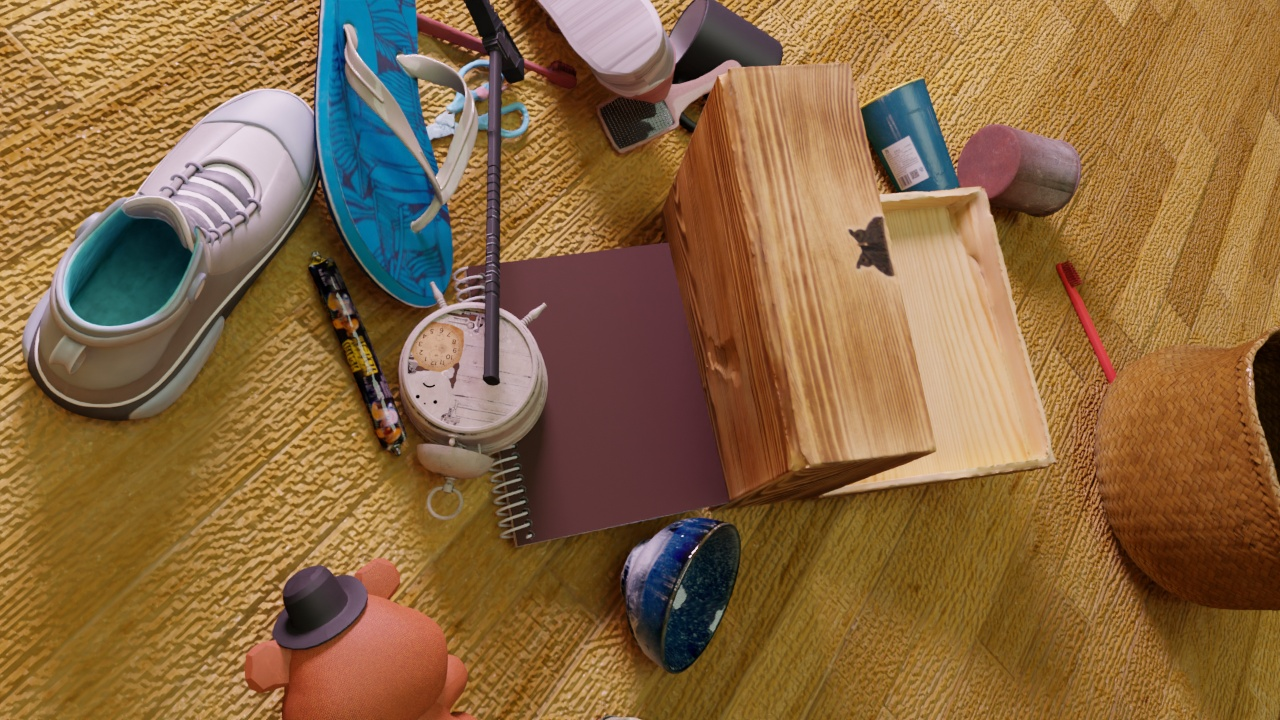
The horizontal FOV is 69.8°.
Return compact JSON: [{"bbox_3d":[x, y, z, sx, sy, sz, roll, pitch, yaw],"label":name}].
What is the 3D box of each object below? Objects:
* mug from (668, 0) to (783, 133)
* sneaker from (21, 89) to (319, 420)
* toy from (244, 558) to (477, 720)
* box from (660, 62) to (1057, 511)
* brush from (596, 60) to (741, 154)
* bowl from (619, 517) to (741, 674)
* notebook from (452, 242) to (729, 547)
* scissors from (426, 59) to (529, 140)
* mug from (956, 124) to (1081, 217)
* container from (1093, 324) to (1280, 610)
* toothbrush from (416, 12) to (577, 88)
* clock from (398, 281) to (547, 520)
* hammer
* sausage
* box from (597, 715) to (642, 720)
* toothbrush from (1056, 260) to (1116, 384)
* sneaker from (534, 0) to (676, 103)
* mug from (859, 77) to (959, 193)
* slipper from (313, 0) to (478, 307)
[{"bbox_3d":[0.069,-0.267,0.857,0.088,0.078,0.113,24,89,-23],"label":"mug"},{"bbox_3d":[-0.257,-0.090,0.537,0.093,0.161,0.256,33,61,-18],"label":"sneaker"},{"bbox_3d":[-0.155,0.198,0.540,0.111,0.096,0.176,-34,120,-35],"label":"toy"},{"bbox_3d":[0.206,-0.042,0.739,0.336,0.287,0.279,-7,76,-13],"label":"box"},{"bbox_3d":[0.030,-0.232,0.809,0.135,0.015,0.050,-26,89,-4],"label":"brush"},{"bbox_3d":[0.021,0.163,0.671,0.114,0.061,0.114,-40,139,-47],"label":"bowl"},{"bbox_3d":[-0.038,0.020,0.689,0.171,0.022,0.209,-9,78,-16],"label":"notebook"},{"bbox_3d":[-0.144,-0.184,0.733,0.076,0.015,0.141,48,62,-11],"label":"scissors"},{"bbox_3d":[0.426,-0.229,1.054,0.110,0.097,0.122,8,50,-34],"label":"mug"},{"bbox_3d":[0.647,0.122,0.993,0.306,0.197,0.306,10,70,-29],"label":"container"},{"bbox_3d":[-0.138,-0.265,0.758,0.189,0.016,0.016,14,62,-27],"label":"toothbrush"},{"bbox_3d":[-0.118,0.029,0.623,0.103,0.061,0.156,11,74,-4],"label":"clock"},{"bbox_3d":[-0.107,-0.131,0.650,0.095,0.015,0.324,56,26,-57],"label":"hammer"},{"bbox_3d":[-0.194,-0.006,0.631,0.020,0.020,0.155,-20,85,-35],"label":"sausage"},{"bbox_3d":[0.050,0.333,0.647,0.205,0.051,0.117,25,59,-23],"label":"box"},{"bbox_3d":[0.550,-0.022,1.095,0.012,0.018,0.212,-19,84,-35],"label":"toothbrush"},{"bbox_3d":[-0.040,-0.312,0.801,0.099,0.089,0.236,-29,66,5],"label":"sneaker"},{"bbox_3d":[0.287,-0.226,0.974,0.078,0.078,0.121,-25,92,-35],"label":"mug"},{"bbox_3d":[-0.173,-0.185,0.652,0.118,0.060,0.294,8,70,-55],"label":"slipper"}]
